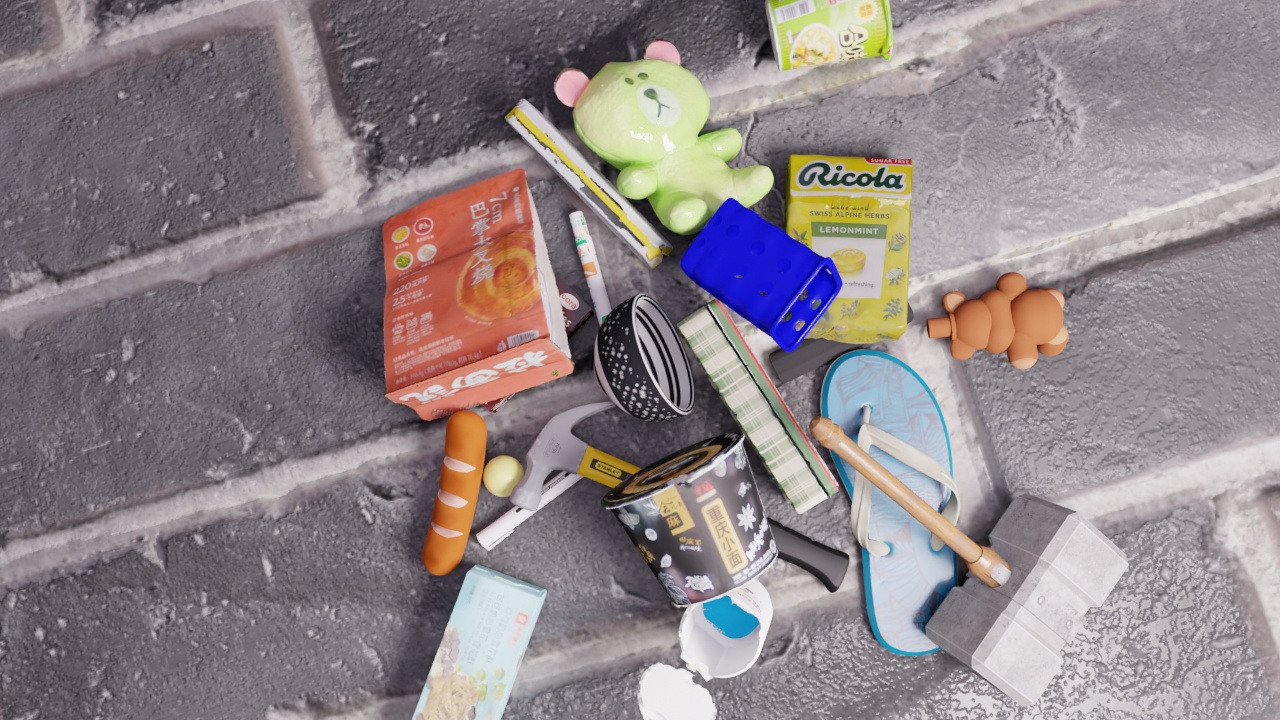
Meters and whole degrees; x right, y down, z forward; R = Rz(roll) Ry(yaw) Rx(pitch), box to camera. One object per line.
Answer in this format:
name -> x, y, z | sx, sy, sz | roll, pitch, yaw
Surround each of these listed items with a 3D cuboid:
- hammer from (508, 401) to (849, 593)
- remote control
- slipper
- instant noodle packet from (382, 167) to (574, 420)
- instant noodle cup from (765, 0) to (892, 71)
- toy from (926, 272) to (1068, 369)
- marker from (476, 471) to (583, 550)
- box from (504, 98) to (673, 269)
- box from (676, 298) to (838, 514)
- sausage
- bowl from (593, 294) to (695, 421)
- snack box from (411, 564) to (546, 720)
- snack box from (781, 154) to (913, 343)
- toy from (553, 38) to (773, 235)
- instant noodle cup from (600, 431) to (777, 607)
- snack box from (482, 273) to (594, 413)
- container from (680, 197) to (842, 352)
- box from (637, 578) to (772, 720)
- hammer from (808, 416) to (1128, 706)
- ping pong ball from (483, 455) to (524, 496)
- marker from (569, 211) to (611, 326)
hammer -> 0.047, 0.138, 0.878 | 0.323, 0.029, 0.127 | 23, 78, 0
remote control -> 0.197, -0.022, 0.902 | 0.147, 0.015, 0.033 | -26, 84, 0
slipper -> 0.247, 0.132, 0.864 | 0.118, 0.060, 0.294 | -8, 85, -2
instant noodle packet -> -0.169, -0.075, 0.878 | 0.164, 0.084, 0.220 | -19, 65, 10
instant noodle cup -> 0.182, -0.333, 0.899 | 0.108, 0.099, 0.099 | -12, 84, 9
toy -> 0.342, -0.034, 0.882 | 0.128, 0.065, 0.095 | -6, 76, 10
marker -> -0.102, 0.140, 0.898 | 0.133, 0.017, 0.020 | -36, 68, -1
box -> -0.049, -0.175, 0.905 | 0.037, 0.064, 0.210 | -44, 84, 5
box -> 0.108, 0.042, 0.850 | 0.051, 0.117, 0.205 | -33, 82, 1
sausage -> -0.177, 0.127, 0.879 | 0.039, 0.044, 0.164 | 18, 102, 26
bowl -> -0.005, 0.005, 0.864 | 0.066, 0.120, 0.120 | -22, 83, 20
snack box -> -0.154, 0.288, 0.869 | 0.075, 0.053, 0.174 | 20, 87, 4
snack box -> 0.198, -0.108, 0.887 | 0.121, 0.045, 0.180 | 4, 79, 6
toy -> 0.022, -0.208, 0.888 | 0.150, 0.107, 0.197 | -29, 74, -20
instant noodle cup -> 0.052, 0.141, 0.802 | 0.137, 0.137, 0.112 | -27, 92, -1
snack box -> -0.114, -0.016, 0.907 | 0.141, 0.032, 0.051 | -45, 84, -2
container -> 0.109, -0.078, 0.835 | 0.113, 0.085, 0.084 | 39, 92, 25
box -> 0.062, 0.258, 0.816 | 0.084, 0.155, 0.126 | 41, 98, 9
hammer -> 0.258, 0.143, 0.790 | 0.317, 0.083, 0.162 | 38, 85, -18
ping pong ball -> -0.133, 0.112, 0.891 | 0.040, 0.040, 0.040 | 0, 84, 2
marker -> -0.045, -0.079, 0.918 | 0.017, 0.017, 0.145 | -16, 84, 1
